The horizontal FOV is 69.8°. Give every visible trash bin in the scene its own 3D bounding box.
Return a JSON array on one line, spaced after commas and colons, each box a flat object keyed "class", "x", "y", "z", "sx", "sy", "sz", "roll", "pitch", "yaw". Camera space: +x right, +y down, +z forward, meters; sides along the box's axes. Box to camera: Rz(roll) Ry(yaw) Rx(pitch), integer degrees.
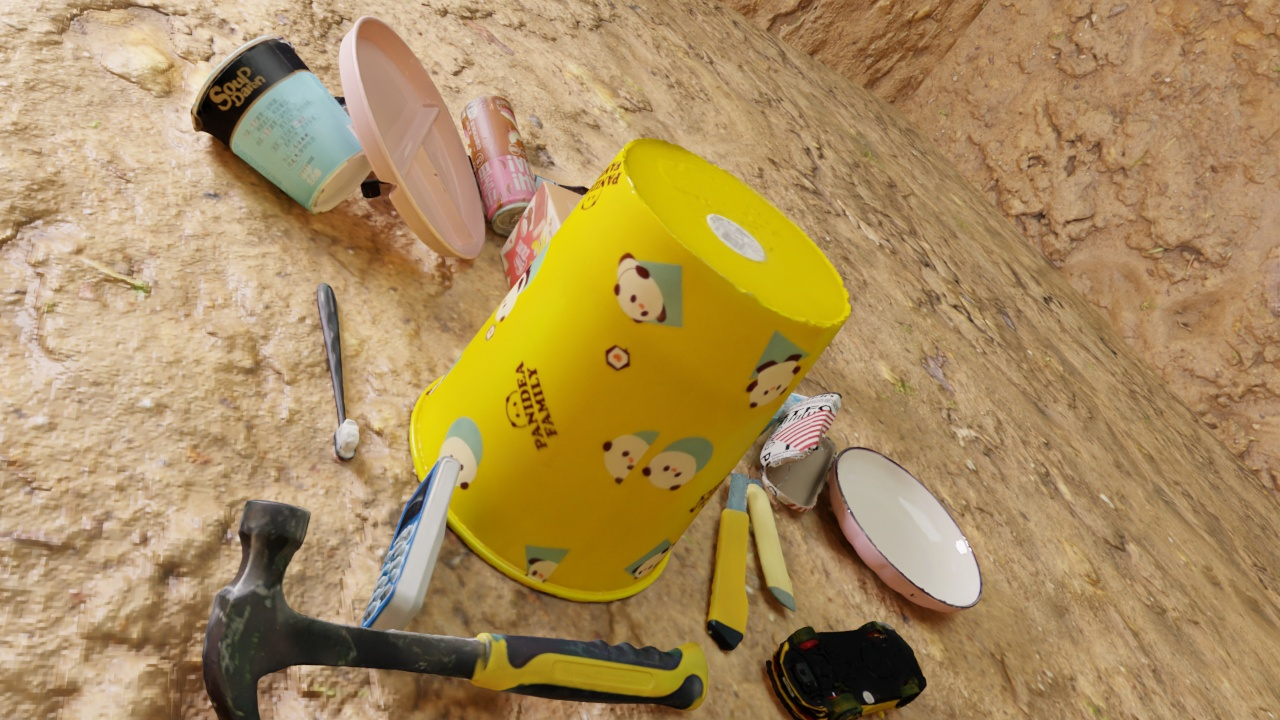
[{"class": "trash bin", "x": -0.003, "y": 0.002, "z": 0.651, "sx": 0.229, "sy": 0.256, "sz": 0.229, "roll": 28, "pitch": 30, "yaw": -18}]

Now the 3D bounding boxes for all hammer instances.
[{"class": "hammer", "x": -0.078, "y": 0.171, "z": 0.512, "sx": 0.323, "sy": 0.032, "sz": 0.126, "roll": 23, "pitch": 71, "yaw": -40}]

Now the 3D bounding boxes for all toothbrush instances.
[{"class": "toothbrush", "x": -0.220, "y": 0.000, "z": 0.662, "sx": 0.015, "sy": 0.018, "sz": 0.181, "roll": 12, "pitch": 36, "yaw": -34}, {"class": "toothbrush", "x": -0.214, "y": -0.190, "z": 0.939, "sx": 0.026, "sy": 0.027, "sz": 0.212, "roll": 0, "pitch": 17, "yaw": 26}]

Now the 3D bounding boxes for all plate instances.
[{"class": "plate", "x": 0.257, "y": 0.172, "z": 0.917, "sx": 0.192, "sy": 0.039, "sz": 0.192, "roll": 30, "pitch": 30, "yaw": -20}, {"class": "plate", "x": -0.205, "y": -0.197, "z": 0.837, "sx": 0.229, "sy": 0.028, "sz": 0.229, "roll": -19, "pitch": 89, "yaw": -80}]

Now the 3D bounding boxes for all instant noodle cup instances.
[{"class": "instant noodle cup", "x": -0.294, "y": -0.191, "z": 0.778, "sx": 0.120, "sy": 0.111, "sz": 0.111, "roll": 45, "pitch": 28, "yaw": -5}]

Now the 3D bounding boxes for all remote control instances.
[{"class": "remote control", "x": -0.137, "y": 0.113, "z": 0.555, "sx": 0.024, "sy": 0.049, "sz": 0.124, "roll": 31, "pitch": 29, "yaw": -17}]

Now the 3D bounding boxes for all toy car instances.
[{"class": "toy car", "x": 0.164, "y": 0.243, "z": 0.711, "sx": 0.155, "sy": 0.041, "sz": 0.071, "roll": 7, "pitch": 41, "yaw": -41}]

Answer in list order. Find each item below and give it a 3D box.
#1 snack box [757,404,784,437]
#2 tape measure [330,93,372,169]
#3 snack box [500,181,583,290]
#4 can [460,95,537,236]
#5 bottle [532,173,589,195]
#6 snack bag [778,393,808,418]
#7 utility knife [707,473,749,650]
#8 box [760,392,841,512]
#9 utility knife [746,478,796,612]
[{"class": "snack box", "x": 0.071, "y": 0.000, "z": 0.951, "sx": 0.074, "sy": 0.052, "sz": 0.174, "roll": 7, "pitch": 41, "yaw": -42}, {"class": "tape measure", "x": -0.266, "y": -0.216, "z": 0.873, "sx": 0.066, "sy": 0.066, "sz": 0.033, "roll": 7, "pitch": 29, "yaw": 1}, {"class": "snack box", "x": -0.075, "y": -0.101, "z": 0.888, "sx": 0.077, "sy": 0.095, "sz": 0.092, "roll": 17, "pitch": 35, "yaw": -33}, {"class": "can", "x": -0.146, "y": -0.206, "z": 0.964, "sx": 0.057, "sy": 0.058, "sz": 0.147, "roll": 5, "pitch": 58, "yaw": -45}, {"class": "bottle", "x": -0.072, "y": -0.168, "z": 1.046, "sx": 0.194, "sy": 0.044, "sz": 0.079, "roll": 24, "pitch": 41, "yaw": -20}, {"class": "snack bag", "x": 0.162, "y": 0.050, "z": 1.008, "sx": 0.105, "sy": 0.026, "sz": 0.045, "roll": 13, "pitch": 46, "yaw": -37}, {"class": "utility knife", "x": 0.077, "y": 0.158, "z": 0.762, "sx": 0.033, "sy": 0.015, "sz": 0.208, "roll": 32, "pitch": 32, "yaw": -9}, {"class": "box", "x": 0.167, "y": 0.094, "z": 0.920, "sx": 0.088, "sy": 0.076, "sz": 0.162, "roll": 68, "pitch": 26, "yaw": -12}, {"class": "utility knife", "x": 0.114, "y": 0.154, "z": 0.811, "sx": 0.031, "sy": 0.018, "sz": 0.167, "roll": 31, "pitch": 30, "yaw": -20}]
